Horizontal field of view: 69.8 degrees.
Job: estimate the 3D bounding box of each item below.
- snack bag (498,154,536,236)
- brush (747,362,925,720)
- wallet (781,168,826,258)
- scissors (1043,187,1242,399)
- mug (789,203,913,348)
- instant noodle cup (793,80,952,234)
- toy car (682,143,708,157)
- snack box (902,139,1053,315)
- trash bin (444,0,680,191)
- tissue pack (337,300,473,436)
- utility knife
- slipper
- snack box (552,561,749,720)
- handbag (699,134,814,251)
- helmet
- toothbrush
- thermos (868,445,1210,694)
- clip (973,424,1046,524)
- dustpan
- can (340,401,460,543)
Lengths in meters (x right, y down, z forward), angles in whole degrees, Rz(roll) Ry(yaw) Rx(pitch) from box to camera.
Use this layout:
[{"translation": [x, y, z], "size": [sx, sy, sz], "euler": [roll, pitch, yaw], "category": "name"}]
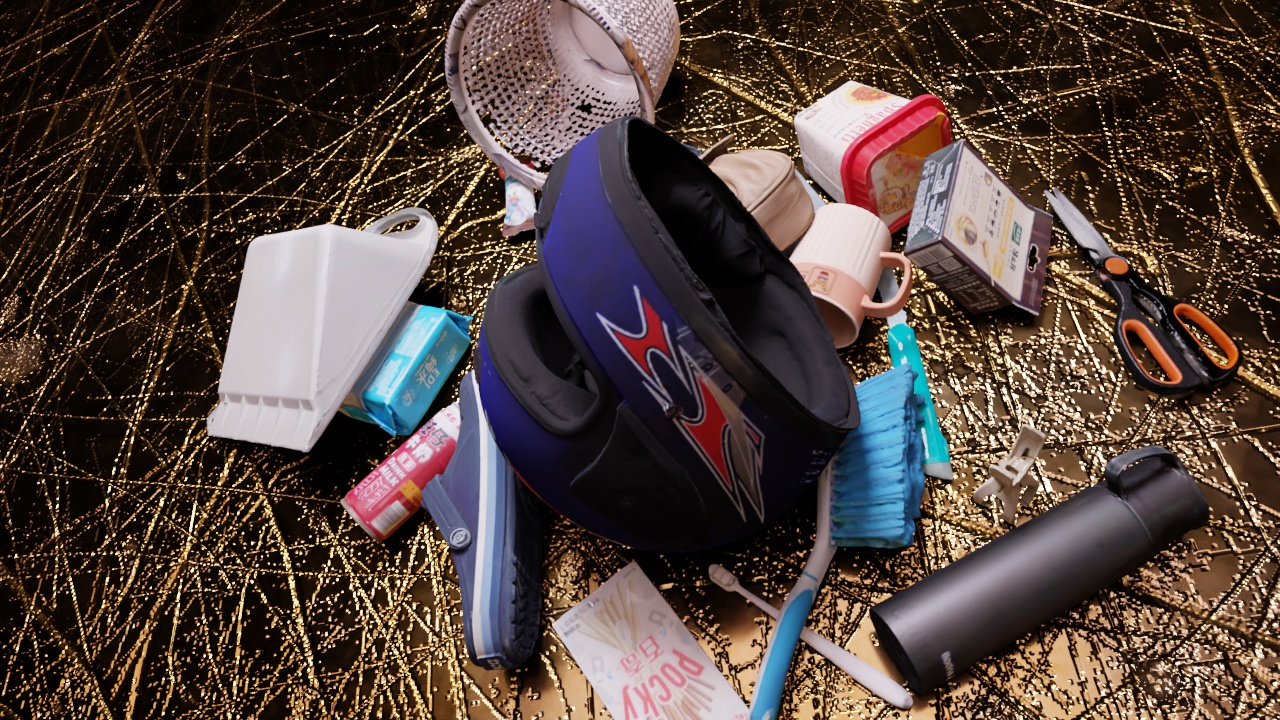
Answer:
[{"translation": [-0.131, -0.178, 0.994], "size": [0.045, 0.026, 0.105], "euler": [-11, 59, 3], "category": "snack bag"}, {"translation": [0.154, 0.141, 0.700], "size": [0.110, 0.060, 0.313], "euler": [-8, 50, 29], "category": "brush"}, {"translation": [0.132, -0.147, 0.915], "size": [0.097, 0.019, 0.120], "euler": [-26, 55, -5], "category": "wallet"}, {"translation": [0.426, -0.069, 0.788], "size": [0.139, 0.022, 0.234], "euler": [1, 57, 3], "category": "scissors"}, {"translation": [0.183, -0.074, 0.813], "size": [0.115, 0.082, 0.105], "euler": [9, 59, 35], "category": "mug"}, {"translation": [0.217, -0.199, 0.874], "size": [0.116, 0.117, 0.124], "euler": [-34, 46, -7], "category": "instant noodle cup"}, {"translation": [0.036, -0.205, 0.965], "size": [0.106, 0.031, 0.048], "euler": [26, 67, 27], "category": "toy car"}, {"translation": [0.298, -0.111, 0.805], "size": [0.053, 0.125, 0.113], "euler": [-18, 44, 52], "category": "snack box"}, {"translation": [-0.059, -0.316, 0.958], "size": [0.228, 0.228, 0.191], "euler": [11, 45, 20], "category": "trash bin"}, {"translation": [-0.232, 0.003, 0.887], "size": [0.090, 0.063, 0.139], "euler": [14, 62, 27], "category": "tissue pack"}, {"translation": [0.234, 0.004, 0.798], "size": [0.029, 0.013, 0.219], "euler": [-10, 60, 10], "category": "utility knife"}, {"translation": [-0.131, 0.128, 0.763], "size": [0.095, 0.105, 0.252], "euler": [-8, 64, 6], "category": "slipper"}, {"translation": [0.008, 0.239, 0.705], "size": [0.084, 0.027, 0.157], "euler": [-37, 57, -9], "category": "snack box"}, {"translation": [0.050, -0.123, 0.850], "size": [0.204, 0.100, 0.147], "euler": [-38, 35, 1], "category": "handbag"}, {"translation": [-0.004, 0.004, 0.687], "size": [0.241, 0.315, 0.246], "euler": [-31, 29, 25], "category": "helmet"}, {"translation": [0.126, 0.207, 0.700], "size": [0.180, 0.016, 0.016], "euler": [30, 72, 28], "category": "toothbrush"}, {"translation": [0.282, 0.141, 0.659], "size": [0.242, 0.090, 0.068], "euler": [-29, 26, -4], "category": "thermos"}, {"translation": [0.276, 0.089, 0.684], "size": [0.035, 0.100, 0.074], "euler": [37, 73, 28], "category": "clip"}, {"translation": [-0.301, -0.042, 0.914], "size": [0.223, 0.142, 0.257], "euler": [1, 84, 44], "category": "dustpan"}, {"translation": [-0.201, 0.099, 0.826], "size": [0.132, 0.053, 0.053], "euler": [-43, 59, -13], "category": "can"}]
